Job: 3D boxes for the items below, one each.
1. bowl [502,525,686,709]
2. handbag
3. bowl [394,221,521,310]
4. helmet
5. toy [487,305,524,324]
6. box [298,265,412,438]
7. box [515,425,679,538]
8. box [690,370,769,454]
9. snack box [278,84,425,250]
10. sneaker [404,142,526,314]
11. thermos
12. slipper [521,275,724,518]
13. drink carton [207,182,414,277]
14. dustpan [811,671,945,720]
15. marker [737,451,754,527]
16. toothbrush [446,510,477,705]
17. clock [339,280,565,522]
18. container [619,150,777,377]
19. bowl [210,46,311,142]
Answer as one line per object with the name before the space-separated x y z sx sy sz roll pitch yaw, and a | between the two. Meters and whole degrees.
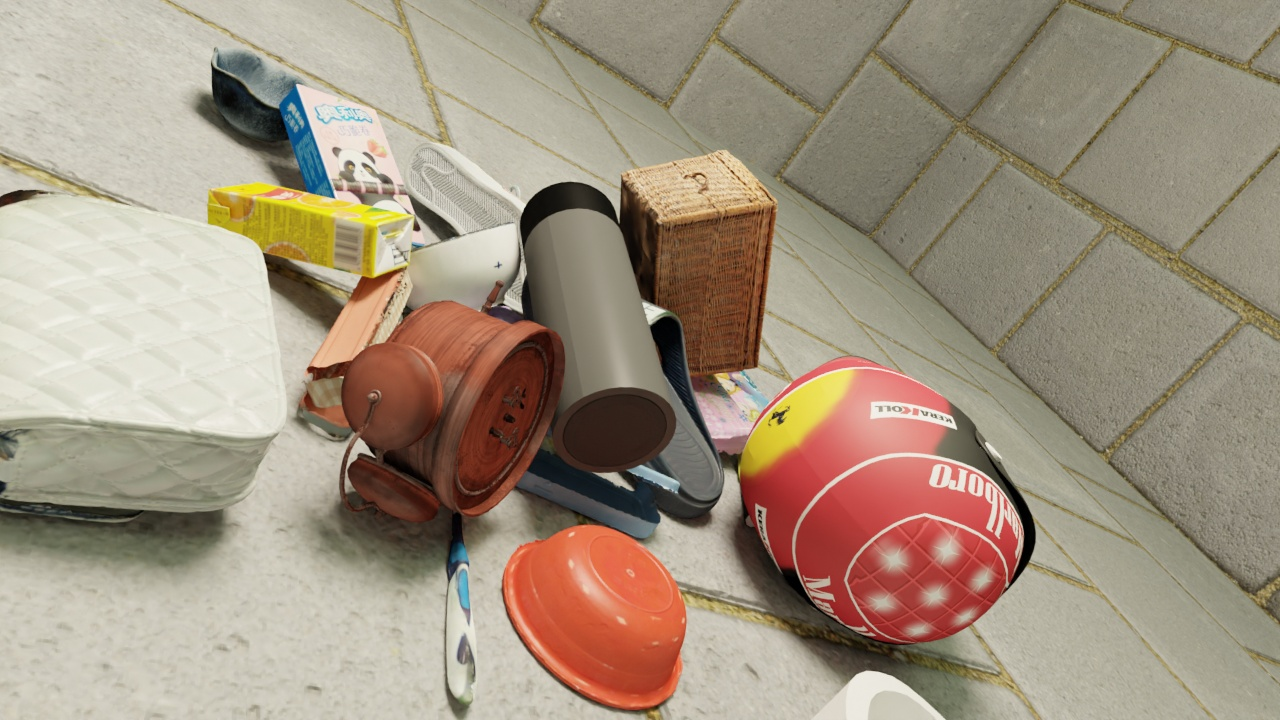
bowl | -0.017 0.146 0.563 0.130 0.045 0.130 31 20 -13
handbag | -0.262 -0.005 0.460 0.138 0.073 0.194 11 31 -34
bowl | -0.150 -0.070 0.757 0.113 0.114 0.063 -41 116 -70
helmet | 0.209 0.125 0.765 0.271 0.198 0.224 38 18 -24
toy | -0.116 -0.010 0.763 0.080 0.037 0.099 50 25 6
box | -0.197 -0.007 0.636 0.056 0.064 0.187 -2 27 0
box | -0.064 0.058 0.665 0.210 0.059 0.068 28 20 -24
box | 0.063 0.012 0.963 0.159 0.035 0.230 3 37 -35
snack box | -0.254 -0.164 0.807 0.087 0.033 0.154 4 59 -57
sneaker | -0.136 -0.132 0.924 0.242 0.090 0.090 46 20 25
thermos | -0.039 -0.034 0.684 0.082 0.082 0.240 24 33 -32
slipper | -0.005 0.005 0.775 0.110 0.084 0.268 -15 67 -53
drink carton | -0.240 -0.096 0.670 0.135 0.043 0.058 13 19 10
dustpan | 0.214 0.309 0.568 0.258 0.053 0.191 38 20 5
marker | 0.104 0.117 0.864 0.123 0.021 0.017 -81 160 -66
toothbrush | -0.102 0.119 0.525 0.016 0.017 0.188 28 21 -25
clock | -0.111 0.030 0.527 0.072 0.121 0.157 23 39 17
container | 0.047 -0.086 0.868 0.112 0.199 0.113 -10 39 -16
bowl | -0.352 -0.239 0.851 0.110 0.055 0.110 31 21 -13
